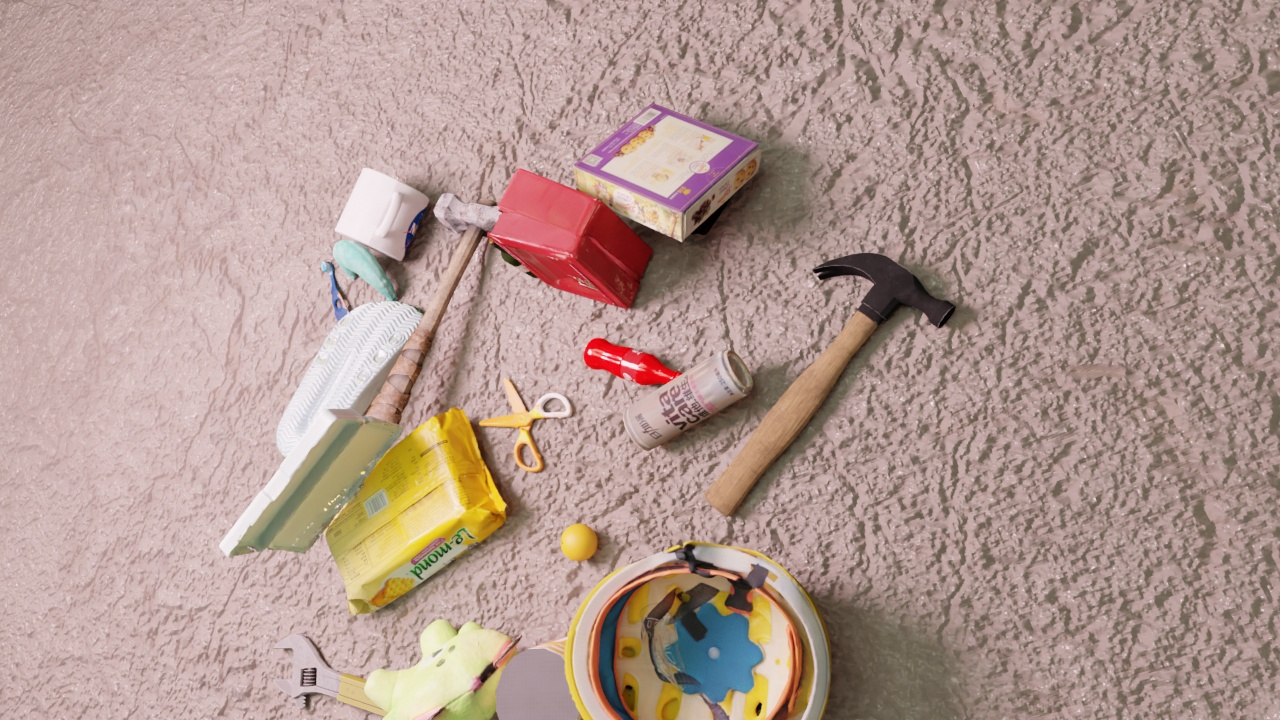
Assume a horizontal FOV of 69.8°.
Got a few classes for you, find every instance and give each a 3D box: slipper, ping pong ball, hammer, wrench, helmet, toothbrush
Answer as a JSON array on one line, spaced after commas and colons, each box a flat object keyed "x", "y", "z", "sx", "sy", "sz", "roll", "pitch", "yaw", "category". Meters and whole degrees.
[{"x": -0.362, "y": 0.028, "z": 1.157, "sx": 0.104, "sy": 0.074, "sz": 0.245, "roll": 24, "pitch": 71, "yaw": 20, "category": "slipper"}, {"x": -0.067, "y": 0.198, "z": 0.996, "sx": 0.040, "sy": 0.040, "sz": 0.040, "roll": -7, "pitch": 74, "yaw": 24, "category": "ping pong ball"}, {"x": -0.248, "y": -0.060, "z": 1.117, "sx": 0.122, "sy": 0.049, "sz": 0.318, "roll": 17, "pitch": 74, "yaw": 23, "category": "hammer"}, {"x": 0.167, "y": 0.028, "z": 0.932, "sx": 0.132, "sy": 0.040, "sz": 0.305, "roll": 41, "pitch": 97, "yaw": 25, "category": "hammer"}, {"x": -0.338, "y": 0.388, "z": 1.090, "sx": 0.274, "sy": 0.018, "sz": 0.083, "roll": 5, "pitch": 79, "yaw": 26, "category": "wrench"}, {"x": 0.066, "y": 0.278, "z": 0.855, "sx": 0.240, "sy": 0.139, "sz": 0.209, "roll": -1, "pitch": 76, "yaw": 24, "category": "helmet"}, {"x": -0.411, "y": -0.083, "z": 1.246, "sx": 0.022, "sy": 0.017, "sz": 0.135, "roll": -34, "pitch": 65, "yaw": 17, "category": "toothbrush"}]

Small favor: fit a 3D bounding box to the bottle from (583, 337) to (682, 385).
[{"x": -0.006, "y": 0.006, "z": 1.018, "sx": 0.119, "sy": 0.036, "sz": 0.036, "roll": 18, "pitch": 85, "yaw": 28, "category": "bottle"}]

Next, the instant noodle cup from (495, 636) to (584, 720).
[{"x": -0.072, "y": 0.333, "z": 0.918, "sx": 0.124, "sy": 0.121, "sz": 0.123, "roll": -7, "pitch": 74, "yaw": 24, "category": "instant noodle cup"}]

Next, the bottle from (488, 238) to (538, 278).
[{"x": -0.146, "y": -0.123, "z": 1.078, "sx": 0.025, "sy": 0.106, "sz": 0.025, "roll": -7, "pitch": 74, "yaw": 24, "category": "bottle"}]

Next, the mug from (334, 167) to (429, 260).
[{"x": -0.330, "y": -0.188, "z": 1.181, "sx": 0.090, "sy": 0.091, "sz": 0.121, "roll": -66, "pitch": 25, "yaw": -2, "category": "mug"}]

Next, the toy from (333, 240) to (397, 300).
[{"x": -0.365, "y": -0.123, "z": 1.202, "sx": 0.105, "sy": 0.085, "sz": 0.033, "roll": 28, "pitch": 61, "yaw": 31, "category": "toy"}]

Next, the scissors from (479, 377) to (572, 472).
[{"x": -0.131, "y": 0.068, "z": 1.077, "sx": 0.128, "sy": 0.011, "sz": 0.125, "roll": -33, "pitch": 67, "yaw": 13, "category": "scissors"}]

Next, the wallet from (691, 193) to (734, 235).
[{"x": 0.066, "y": -0.204, "z": 1.042, "sx": 0.089, "sy": 0.026, "sz": 0.115, "roll": 36, "pitch": 92, "yaw": 27, "category": "wallet"}]

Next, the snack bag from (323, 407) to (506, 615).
[{"x": -0.278, "y": 0.175, "z": 1.087, "sx": 0.248, "sy": 0.068, "sz": 0.159, "roll": -36, "pitch": 63, "yaw": 14, "category": "snack bag"}]

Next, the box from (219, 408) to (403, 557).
[{"x": -0.365, "y": 0.138, "z": 1.023, "sx": 0.041, "sy": 0.134, "sz": 0.197, "roll": 42, "pitch": 97, "yaw": 17, "category": "box"}]

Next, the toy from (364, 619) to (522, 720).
[{"x": -0.201, "y": 0.343, "z": 0.963, "sx": 0.149, "sy": 0.107, "sz": 0.197, "roll": -39, "pitch": 18, "yaw": -27, "category": "toy"}]

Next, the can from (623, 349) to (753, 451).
[{"x": 0.050, "y": 0.042, "z": 0.962, "sx": 0.136, "sy": 0.054, "sz": 0.054, "roll": -32, "pitch": 65, "yaw": 24, "category": "can"}]

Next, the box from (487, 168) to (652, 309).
[{"x": -0.074, "y": -0.133, "z": 1.019, "sx": 0.129, "sy": 0.157, "sz": 0.092, "roll": 24, "pitch": 82, "yaw": 27, "category": "box"}]

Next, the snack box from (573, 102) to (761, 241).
[{"x": 0.028, "y": -0.206, "z": 0.982, "sx": 0.148, "sy": 0.041, "sz": 0.143, "roll": 29, "pitch": 56, "yaw": 26, "category": "snack box"}]
